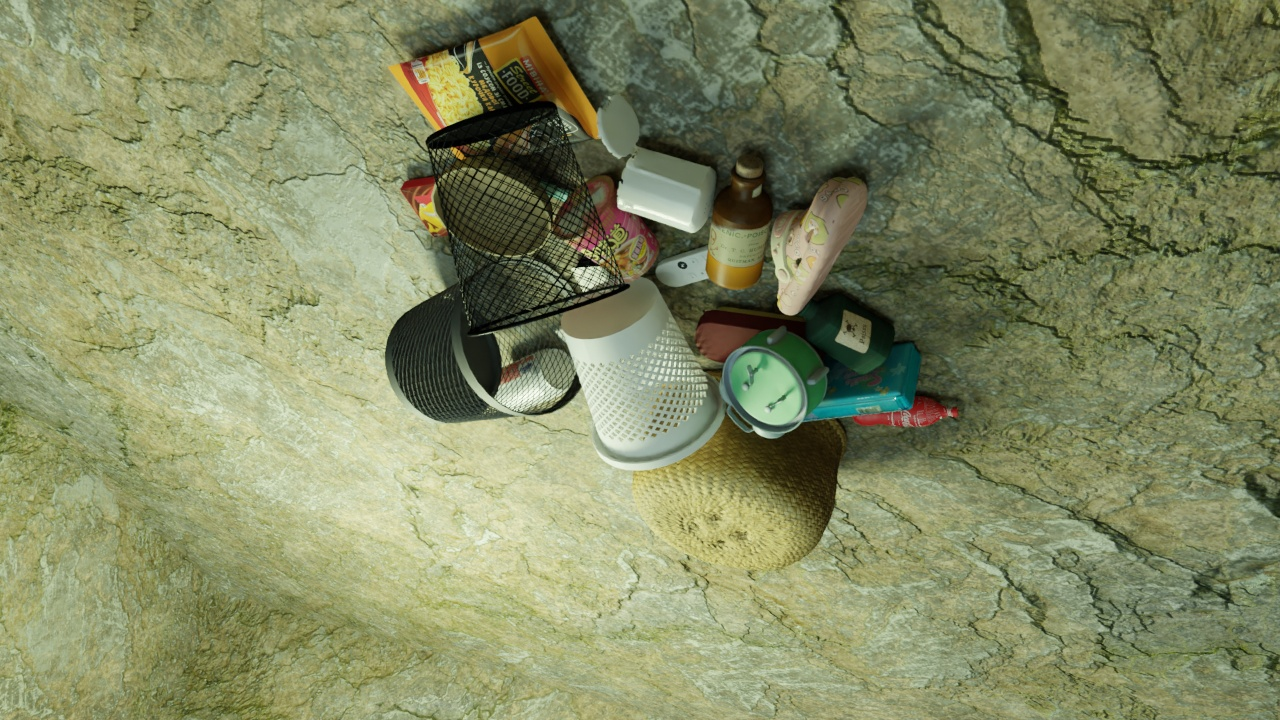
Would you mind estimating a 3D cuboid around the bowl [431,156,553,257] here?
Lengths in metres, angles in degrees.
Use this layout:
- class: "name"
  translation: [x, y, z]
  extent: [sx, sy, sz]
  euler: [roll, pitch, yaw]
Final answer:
- class: "bowl"
  translation: [-0.178, -0.198, 1.138]
  extent: [0.152, 0.050, 0.153]
  euler: [10, 145, 7]

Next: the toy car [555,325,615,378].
- class: "toy car"
  translation: [-0.084, -0.009, 1.386]
  extent: [0.039, 0.039, 0.113]
  euler: [-13, 133, 40]

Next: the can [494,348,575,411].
- class: "can"
  translation: [-0.170, 0.031, 1.455]
  extent: [0.078, 0.078, 0.136]
  euler: [41, 141, -25]

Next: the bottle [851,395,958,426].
- class: "bottle"
  translation: [0.358, 0.069, 1.247]
  extent: [0.142, 0.041, 0.042]
  euler: [-1, 139, 29]

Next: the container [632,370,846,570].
- class: "container"
  translation: [0.136, 0.176, 1.384]
  extent: [0.307, 0.196, 0.308]
  euler: [15, 143, 11]

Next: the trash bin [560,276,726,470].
- class: "trash bin"
  translation: [-0.007, 0.007, 1.228]
  extent: [0.196, 0.194, 0.200]
  euler: [-1, 130, 30]

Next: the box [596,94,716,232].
- class: "box"
  translation: [0.017, -0.218, 1.020]
  extent: [0.140, 0.083, 0.142]
  euler: [18, 151, 8]

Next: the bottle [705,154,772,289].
- class: "bottle"
  translation: [0.115, -0.160, 1.046]
  extent: [0.068, 0.067, 0.157]
  euler: [15, 136, 11]

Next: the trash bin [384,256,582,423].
- class: "trash bin"
  translation: [-0.226, -0.015, 1.313]
  extent: [0.228, 0.217, 0.218]
  euler: [-14, 132, 46]

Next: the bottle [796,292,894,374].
- class: "bottle"
  translation: [0.245, -0.043, 1.142]
  extent: [0.131, 0.061, 0.061]
  euler: [30, 147, -11]

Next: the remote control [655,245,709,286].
- class: "remote control"
  translation: [0.076, -0.123, 1.169]
  extent: [0.137, 0.013, 0.043]
  euler: [-13, 132, 40]

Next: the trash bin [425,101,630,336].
- class: "trash bin"
  translation: [-0.130, -0.154, 0.990]
  extent: [0.184, 0.183, 0.210]
  euler: [-10, 101, 38]

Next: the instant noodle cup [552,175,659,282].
- class: "instant noodle cup"
  translation: [-0.036, -0.156, 1.126]
  extent: [0.098, 0.097, 0.108]
  euler: [-13, 141, 40]

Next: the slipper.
- class: "slipper"
  translation: [0.184, -0.133, 1.036]
  extent: [0.081, 0.093, 0.198]
  euler: [34, 143, 13]

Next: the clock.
- class: "clock"
  translation: [0.160, 0.039, 1.173]
  extent: [0.122, 0.075, 0.162]
  euler: [45, 138, 10]

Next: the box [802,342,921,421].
- class: "box"
  translation: [0.254, 0.036, 1.214]
  extent: [0.227, 0.093, 0.041]
  euler: [-11, 133, 38]

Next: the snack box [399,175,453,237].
- class: "snack box"
  translation: [-0.244, -0.208, 1.222]
  extent: [0.133, 0.021, 0.089]
  euler: [-1, 139, 29]

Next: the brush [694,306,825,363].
- class: "brush"
  translation: [0.161, -0.030, 1.222]
  extent: [0.173, 0.041, 0.082]
  euler: [9, 143, 18]

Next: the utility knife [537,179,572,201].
- class: "utility knife"
  translation: [-0.109, -0.211, 1.152]
  extent: [0.126, 0.015, 0.022]
  euler: [18, 147, 2]

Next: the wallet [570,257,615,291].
- class: "wallet"
  translation: [-0.041, -0.092, 1.268]
  extent: [0.072, 0.019, 0.123]
  euler: [0, 140, 27]

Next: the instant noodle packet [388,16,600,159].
- class: "instant noodle packet"
  translation: [-0.163, -0.296, 1.049]
  extent: [0.221, 0.032, 0.160]
  euler: [-4, 140, 33]
